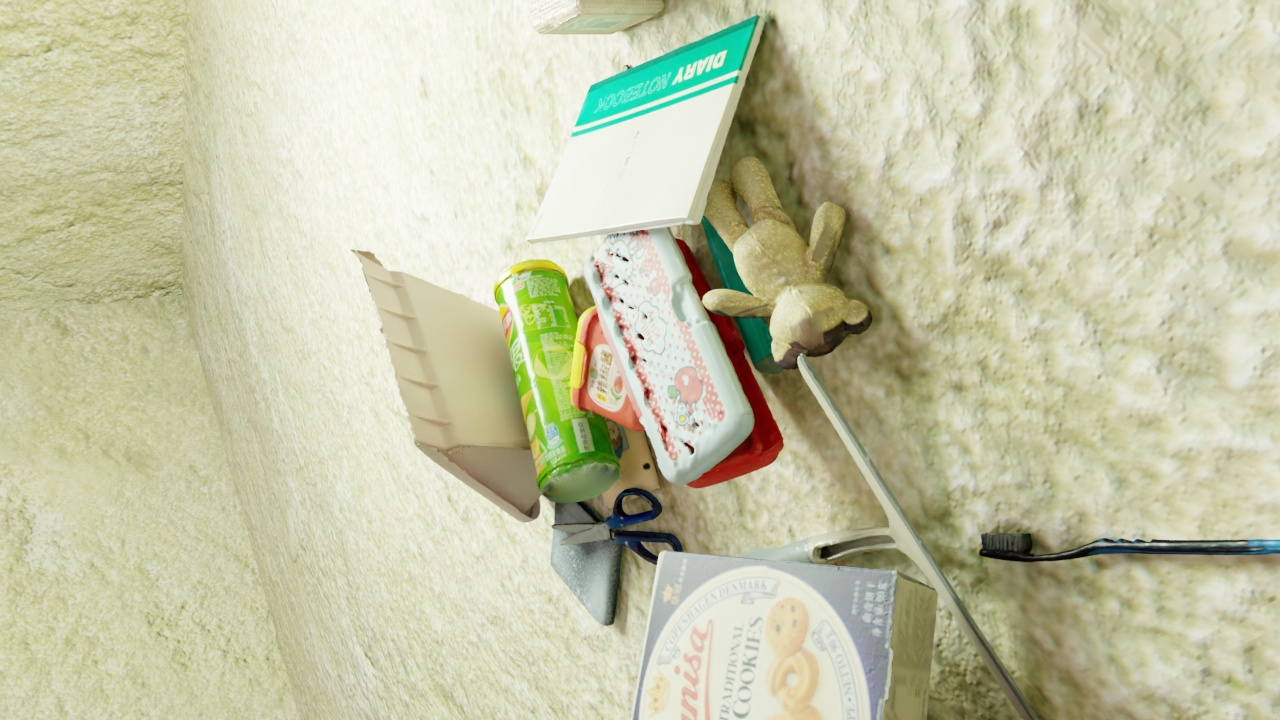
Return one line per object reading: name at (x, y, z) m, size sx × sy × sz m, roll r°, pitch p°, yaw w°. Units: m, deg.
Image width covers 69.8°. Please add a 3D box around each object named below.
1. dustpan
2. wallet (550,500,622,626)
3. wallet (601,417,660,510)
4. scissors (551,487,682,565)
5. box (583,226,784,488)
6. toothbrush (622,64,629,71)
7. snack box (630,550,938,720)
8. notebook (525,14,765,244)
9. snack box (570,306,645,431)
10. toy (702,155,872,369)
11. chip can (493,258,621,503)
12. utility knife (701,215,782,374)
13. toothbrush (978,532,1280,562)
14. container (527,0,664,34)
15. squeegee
dustpan at (-0.171, 0.051, 0.870) m, size 0.139 × 0.273 × 0.222 m, roll -44°, pitch 51°, yaw 26°
wallet at (-0.055, 0.189, 0.906) m, size 0.121 × 0.019 × 0.097 m, roll 33°, pitch 123°, yaw 50°
wallet at (-0.024, 0.071, 0.822) m, size 0.087 × 0.024 × 0.115 m, roll -34°, pitch 70°, yaw 50°
scissors at (-0.033, 0.144, 0.823) m, size 0.173 × 0.012 × 0.128 m, roll 18°, pitch 128°, yaw 36°
box at (0.023, -0.017, 0.628) m, size 0.092 × 0.094 × 0.201 m, roll 86°, pitch 164°, yaw -59°
toothbrush at (-0.018, -0.147, 0.762) m, size 0.014 × 0.016 × 0.189 m, roll 24°, pitch 116°, yaw 52°
snack box at (0.070, 0.208, 0.525) m, size 0.183 × 0.045 × 0.177 m, roll -8°, pitch 65°, yaw 47°
notebook at (-0.004, -0.159, 0.670) m, size 0.209 × 0.012 × 0.150 m, roll 3°, pitch 70°, yaw 54°
snack box at (-0.004, 0.004, 0.730) m, size 0.080 × 0.081 × 0.091 m, roll 28°, pitch 123°, yaw 35°
toy at (0.085, -0.067, 0.594) m, size 0.105 × 0.066 × 0.157 m, roll -31°, pitch 61°, yaw 11°
chip can at (-0.075, 0.017, 0.806) m, size 0.073 × 0.072 × 0.221 m, roll -56°, pitch 42°, yaw 47°
utility knife at (0.069, -0.060, 0.656) m, size 0.029 × 0.013 × 0.161 m, roll -40°, pitch 62°, yaw 50°
toothbrush at (0.240, 0.087, 0.434) m, size 0.190 × 0.014 × 0.016 m, roll -20°, pitch 58°, yaw 56°
container at (-0.039, -0.308, 0.686) m, size 0.090 × 0.089 × 0.111 m, roll 8°, pitch 107°, yaw 56°
squeegee at (0.119, 0.130, 0.608) m, size 0.246 × 0.039 × 0.247 m, roll 57°, pitch 150°, yaw 3°
